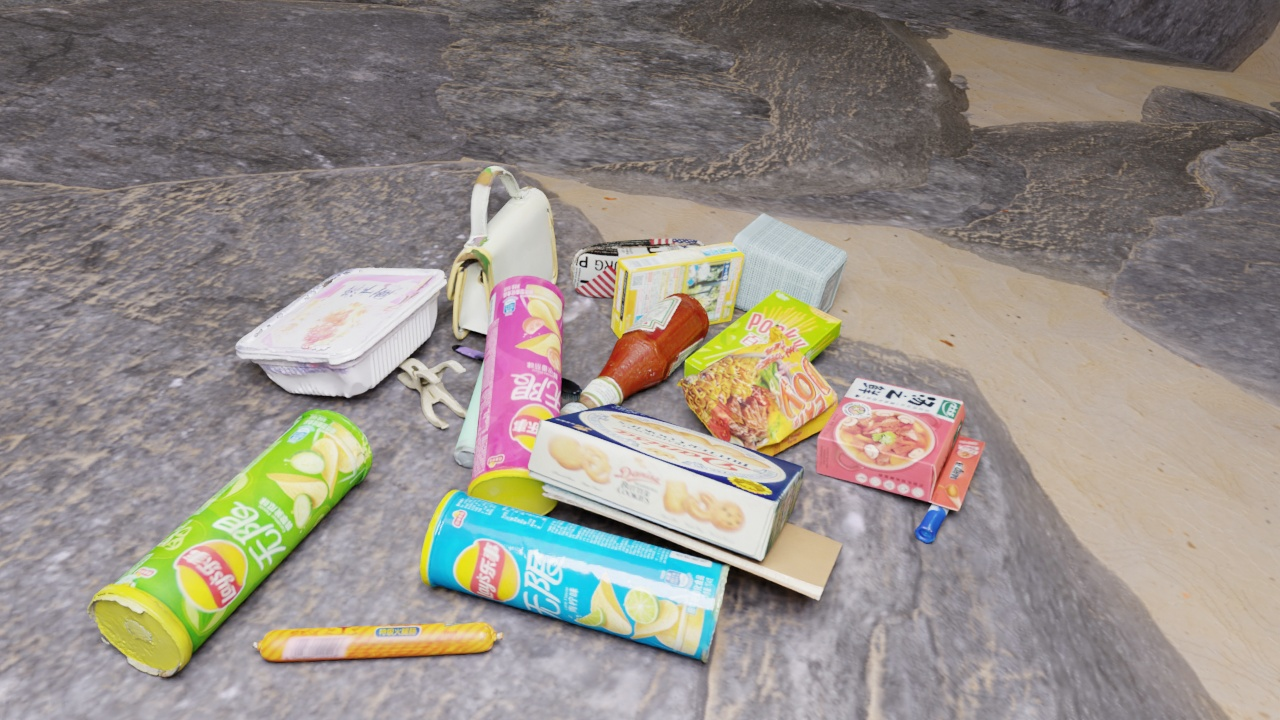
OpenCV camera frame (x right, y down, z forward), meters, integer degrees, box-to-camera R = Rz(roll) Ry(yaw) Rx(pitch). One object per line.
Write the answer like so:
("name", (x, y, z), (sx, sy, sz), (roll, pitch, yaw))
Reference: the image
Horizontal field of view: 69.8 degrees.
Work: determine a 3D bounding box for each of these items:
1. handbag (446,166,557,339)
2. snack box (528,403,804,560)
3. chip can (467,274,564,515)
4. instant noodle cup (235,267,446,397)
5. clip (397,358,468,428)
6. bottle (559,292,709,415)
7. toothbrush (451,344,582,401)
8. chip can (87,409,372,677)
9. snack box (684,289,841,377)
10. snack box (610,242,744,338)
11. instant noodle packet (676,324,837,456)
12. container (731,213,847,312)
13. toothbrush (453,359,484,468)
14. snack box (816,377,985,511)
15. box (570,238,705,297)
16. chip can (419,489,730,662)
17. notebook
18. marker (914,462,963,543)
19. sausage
("handbag", (-0.144, -0.121, 0.935), (0.063, 0.179, 0.162), (10, 36, 13))
("snack box", (0.029, 0.086, 0.718), (0.178, 0.046, 0.182), (18, 6, 14))
("chip can", (-0.101, 0.026, 0.777), (0.071, 0.072, 0.210), (3, 51, -6))
("instant noodle cup", (-0.270, -0.025, 0.861), (0.138, 0.060, 0.173), (3, 30, 23))
("clip", (-0.190, 0.033, 0.844), (0.034, 0.094, 0.102), (-25, 8, -35))
("bottle", (-0.005, 0.005, 0.886), (0.060, 0.060, 0.205), (25, 45, 23))
("toothbrush", (-0.120, 0.009, 0.868), (0.189, 0.017, 0.014), (17, 44, 41))
("chip can", (-0.281, 0.119, 0.662), (0.072, 0.073, 0.220), (17, 36, 13))
("snack box", (0.126, -0.012, 0.937), (0.086, 0.026, 0.156), (32, 52, 31))
("snack box", (0.039, -0.074, 0.979), (0.140, 0.087, 0.033), (-10, 39, -23))
("instant noodle packet", (0.114, 0.033, 0.845), (0.128, 0.044, 0.110), (-28, 73, -29))
("container", (0.162, -0.097, 1.033), (0.111, 0.090, 0.089), (25, 39, 20))
("toothbrush", (-0.133, 0.002, 0.849), (0.026, 0.027, 0.223), (9, 49, 1))
("snack box", (0.238, 0.071, 0.829), (0.127, 0.044, 0.113), (13, 34, 26))
("box", (0.002, -0.100, 1.033), (0.164, 0.072, 0.059), (-7, 62, -14))
("chip can", (-0.046, 0.153, 0.656), (0.210, 0.071, 0.071), (14, 36, 8))
("notebook", (0.047, 0.122, 0.711), (0.211, 0.012, 0.149), (19, 8, 16))
("marker", (0.276, 0.114, 0.815), (0.017, 0.017, 0.145), (25, 39, 24))
("sausage", (-0.177, 0.191, 0.622), (0.165, 0.021, 0.021), (1, 35, -10))
